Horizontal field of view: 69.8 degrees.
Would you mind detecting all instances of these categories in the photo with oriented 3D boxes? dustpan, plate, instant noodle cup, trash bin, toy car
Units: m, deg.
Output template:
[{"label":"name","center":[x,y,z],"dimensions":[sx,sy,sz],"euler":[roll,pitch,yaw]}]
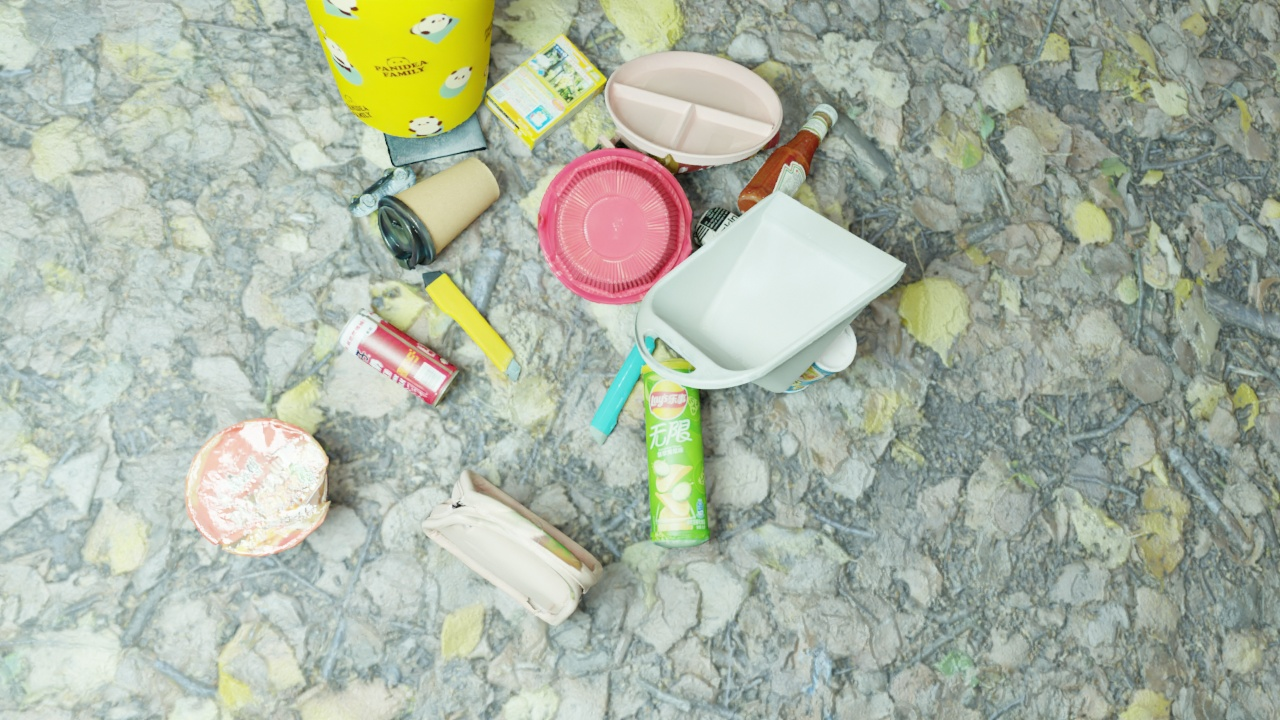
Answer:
[{"label":"dustpan","center":[0.125,-0.076,1.064],"dimensions":[0.223,0.142,0.258],"euler":[41,101,39]},{"label":"plate","center":[0.068,-0.325,1.182],"dimensions":[0.229,0.028,0.229],"euler":[3,50,-4]},{"label":"instant noodle cup","center":[0.209,-0.013,1.143],"dimensions":[0.099,0.110,0.099],"euler":[3,81,-22]},{"label":"trash bin","center":[-0.264,-0.401,1.024],"dimensions":[0.229,0.256,0.229],"euler":[3,67,-7]},{"label":"toy car","center":[-0.308,-0.201,1.096],"dimensions":[0.090,0.043,0.034],"euler":[-45,125,-24]},{"label":"instant noodle cup","center":[-0.030,-0.161,1.108],"dimensions":[0.194,0.066,0.194],"euler":[0,97,-1]},{"label":"instant noodle cup","center":[-0.392,0.136,0.959],"dimensions":[0.137,0.109,0.137],"euler":[3,77,-14]}]

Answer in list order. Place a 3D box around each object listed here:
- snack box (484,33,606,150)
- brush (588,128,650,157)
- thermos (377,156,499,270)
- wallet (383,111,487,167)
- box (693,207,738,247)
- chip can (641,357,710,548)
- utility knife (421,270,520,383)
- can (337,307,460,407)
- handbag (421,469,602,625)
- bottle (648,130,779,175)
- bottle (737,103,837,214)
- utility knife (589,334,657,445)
[{"label":"snack box","center":[-0.121,-0.347,1.182],"dimensions":[0.087,0.034,0.140],"euler":[45,72,-1]},{"label":"brush","center":[-0.006,-0.222,1.167],"dimensions":[0.073,0.063,0.145],"euler":[-41,90,-10]},{"label":"thermos","center":[-0.239,-0.179,1.087],"dimensions":[0.093,0.093,0.143],"euler":[48,62,0]},{"label":"wallet","center":[-0.262,-0.296,1.142],"dimensions":[0.120,0.019,0.097],"euler":[-16,82,-15]},{"label":"box","center":[0.144,-0.137,1.195],"dimensions":[0.164,0.051,0.068],"euler":[33,57,-4]},{"label":"chip can","center":[0.042,0.111,1.097],"dimensions":[0.072,0.073,0.221],"euler":[0,78,-15]},{"label":"utility knife","center":[-0.201,-0.041,1.099],"dimensions":[0.033,0.015,0.171],"euler":[-41,91,-14]},{"label":"can","center":[-0.276,-0.004,1.050],"dimensions":[0.133,0.053,0.053],"euler":[34,71,-5]},{"label":"handbag","center":[-0.124,0.192,0.949],"dimensions":[0.193,0.235,0.093],"euler":[36,73,-4]},{"label":"bottle","center":[0.098,-0.285,1.211],"dimensions":[0.174,0.058,0.057],"euler":[-16,82,-17]},{"label":"bottle","center":[0.204,-0.269,1.236],"dimensions":[0.060,0.060,0.205],"euler":[38,67,-4]},{"label":"utility knife","center":[-0.007,0.007,1.139],"dimensions":[0.029,0.013,0.217],"euler":[30,74,-4]}]
